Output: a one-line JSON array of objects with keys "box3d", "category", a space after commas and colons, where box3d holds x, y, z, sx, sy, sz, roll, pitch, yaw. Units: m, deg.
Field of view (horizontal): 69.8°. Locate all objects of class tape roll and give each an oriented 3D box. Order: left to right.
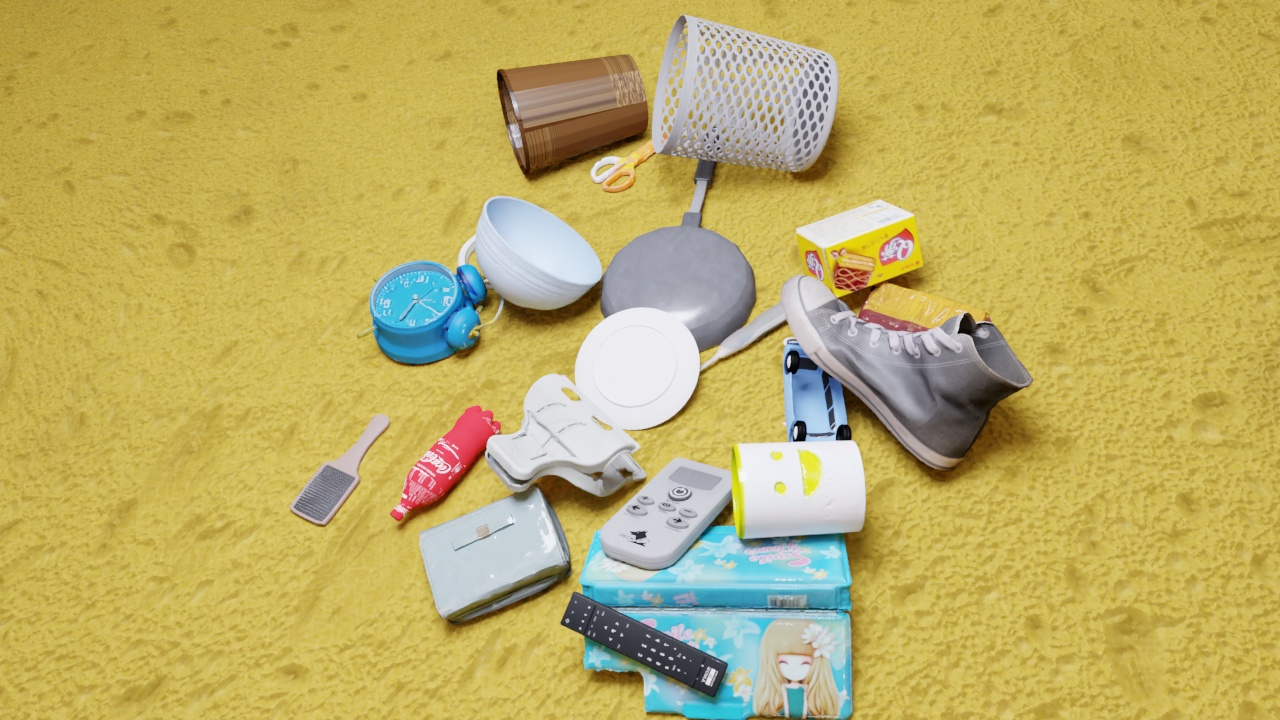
[{"box3d": [-0.173, -0.125, 1.108, 0.093, 0.013, 0.092, -5, 53, 6], "category": "tape roll"}]

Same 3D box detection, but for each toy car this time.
[{"box3d": [0.169, 0.045, 0.896, 0.056, 0.055, 0.153, 5, 52, -4], "category": "toy car"}]

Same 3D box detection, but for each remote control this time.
[{"box3d": [0.002, 0.234, 0.757, 0.140, 0.009, 0.030, 23, 94, 8], "category": "remote control"}, {"box3d": [0.027, 0.135, 0.832, 0.074, 0.019, 0.150, 12, 30, 30], "category": "remote control"}]

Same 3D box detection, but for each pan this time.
[{"box3d": [0.058, -0.158, 1.077, 0.179, 0.041, 0.356, 5, 55, 13], "category": "pan"}]

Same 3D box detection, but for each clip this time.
[{"box3d": [-0.072, 0.068, 0.875, 0.151, 0.105, 0.126, 1, 31, -49], "category": "clip"}]

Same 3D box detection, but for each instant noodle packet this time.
[{"box3d": [0.285, -0.025, 0.941, 0.135, 0.040, 0.098, 20, 62, 27], "category": "instant noodle packet"}]

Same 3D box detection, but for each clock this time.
[{"box3d": [-0.232, -0.059, 1.039, 0.161, 0.060, 0.116, -4, 52, 4], "category": "clock"}]

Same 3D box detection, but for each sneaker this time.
[{"box3d": [0.240, -0.020, 0.855, 0.095, 0.120, 0.234, -15, 57, -50], "category": "sneaker"}]

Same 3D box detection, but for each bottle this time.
[{"box3d": [-0.198, 0.104, 0.922, 0.042, 0.042, 0.141, 27, 62, 26], "category": "bottle"}]

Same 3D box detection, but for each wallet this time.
[{"box3d": [-0.137, 0.178, 0.855, 0.131, 0.054, 0.100, -25, 52, -5], "category": "wallet"}]

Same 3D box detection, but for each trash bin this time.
[{"box3d": [0.122, -0.308, 1.083, 0.183, 0.157, 0.156, 8, 52, -12], "category": "trash bin"}]

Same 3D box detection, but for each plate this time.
[{"box3d": [-0.005, 0.006, 0.957, 0.135, 0.011, 0.134, -5, 70, 14], "category": "plate"}]

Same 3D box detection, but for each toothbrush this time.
[{"box3d": [0.110, -0.023, 0.980, 0.185, 0.024, 0.022, -33, 16, -15], "category": "toothbrush"}]

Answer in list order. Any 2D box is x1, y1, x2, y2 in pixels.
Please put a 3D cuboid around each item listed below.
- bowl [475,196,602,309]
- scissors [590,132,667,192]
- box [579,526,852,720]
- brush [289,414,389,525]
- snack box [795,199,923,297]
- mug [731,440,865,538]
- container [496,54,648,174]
[{"box3d": [-0.126, -0.109, 1.029, 0.075, 0.150, 0.150, -52, 49, 26], "category": "bowl"}, {"box3d": [-0.008, -0.262, 1.186, 0.128, 0.013, 0.065, -41, 58, -19], "category": "scissors"}, {"box3d": [0.063, 0.210, 0.781, 0.227, 0.084, 0.171, -2, 53, 8], "category": "box"}, {"box3d": [-0.308, 0.107, 0.955, 0.050, 0.015, 0.135, 19, 59, 23], "category": "brush"}, {"box3d": [0.235, -0.122, 0.990, 0.105, 0.061, 0.083, -20, 24, -6], "category": "snack box"}, {"box3d": [0.135, 0.112, 0.802, 0.106, 0.083, 0.082, -3, 53, 1], "category": "mug"}, {"box3d": [-0.085, -0.324, 1.178, 0.167, 0.132, 0.132, -16, 52, -10], "category": "container"}]
